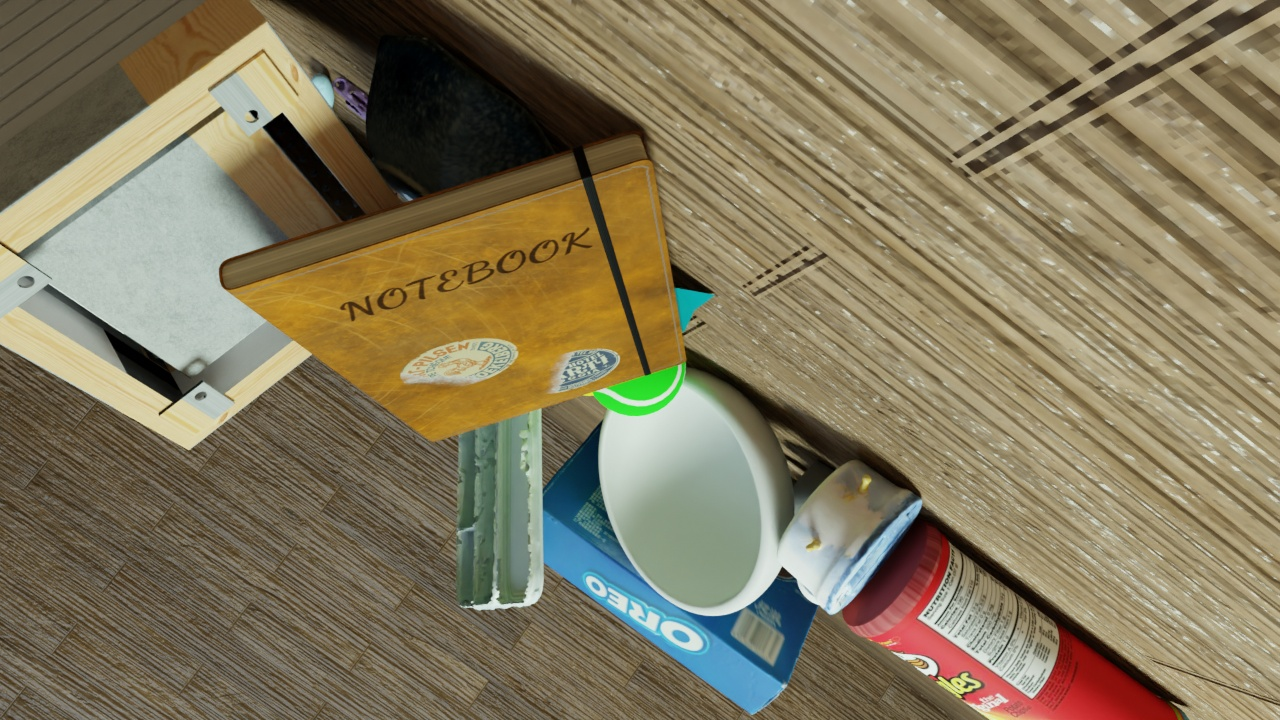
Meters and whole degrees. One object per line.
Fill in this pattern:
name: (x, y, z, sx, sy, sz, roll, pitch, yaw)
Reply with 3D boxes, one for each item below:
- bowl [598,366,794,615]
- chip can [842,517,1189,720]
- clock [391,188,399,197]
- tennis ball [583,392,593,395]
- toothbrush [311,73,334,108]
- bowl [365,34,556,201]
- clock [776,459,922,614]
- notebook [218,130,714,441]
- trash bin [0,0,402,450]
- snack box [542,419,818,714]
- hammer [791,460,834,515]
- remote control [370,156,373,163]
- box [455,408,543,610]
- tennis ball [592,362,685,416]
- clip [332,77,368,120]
bowl: (0.048, 0.087, 0.655, 0.066, 0.177, 0.177, -13, -151, -39)
chip can: (0.243, 0.197, 0.598, 0.213, 0.087, 0.087, 36, 172, -3)
clock: (-0.262, -0.141, 0.739, 0.158, 0.072, 0.120, 31, -175, 38)
tennis ball: (-0.038, -0.008, 0.662, 0.065, 0.065, 0.065, 35, 171, 6)
toothbrush: (-0.222, -0.178, 0.644, 0.022, 0.016, 0.155, 38, 171, -16)
bowl: (-0.089, -0.097, 0.434, 0.110, 0.055, 0.110, 35, 171, 6)
clock: (0.131, 0.112, 0.574, 0.052, 0.088, 0.125, 38, 171, 25)
notebook: (-0.054, -0.017, 0.447, 0.249, 0.178, 0.014, 72, -179, -71)
trash bin: (-0.237, -0.113, 0.416, 0.247, 0.142, 0.142, 46, 171, 28)
snack box: (0.043, 0.144, 0.775, 0.239, 0.195, 0.056, 35, 130, 5)
hammer: (0.046, 0.053, 0.763, 0.322, 0.043, 0.156, 35, 171, 26)
remote control: (-0.126, -0.113, 0.610, 0.150, 0.022, 0.047, 26, 166, 43)
box: (-0.106, 0.085, 0.708, 0.045, 0.209, 0.192, 5, 161, -24)
tennis ball: (-0.004, 0.003, 0.591, 0.065, 0.065, 0.065, 35, 171, 6)
clip: (-0.172, -0.159, 0.569, 0.051, 0.014, 0.043, 34, 169, 36)
